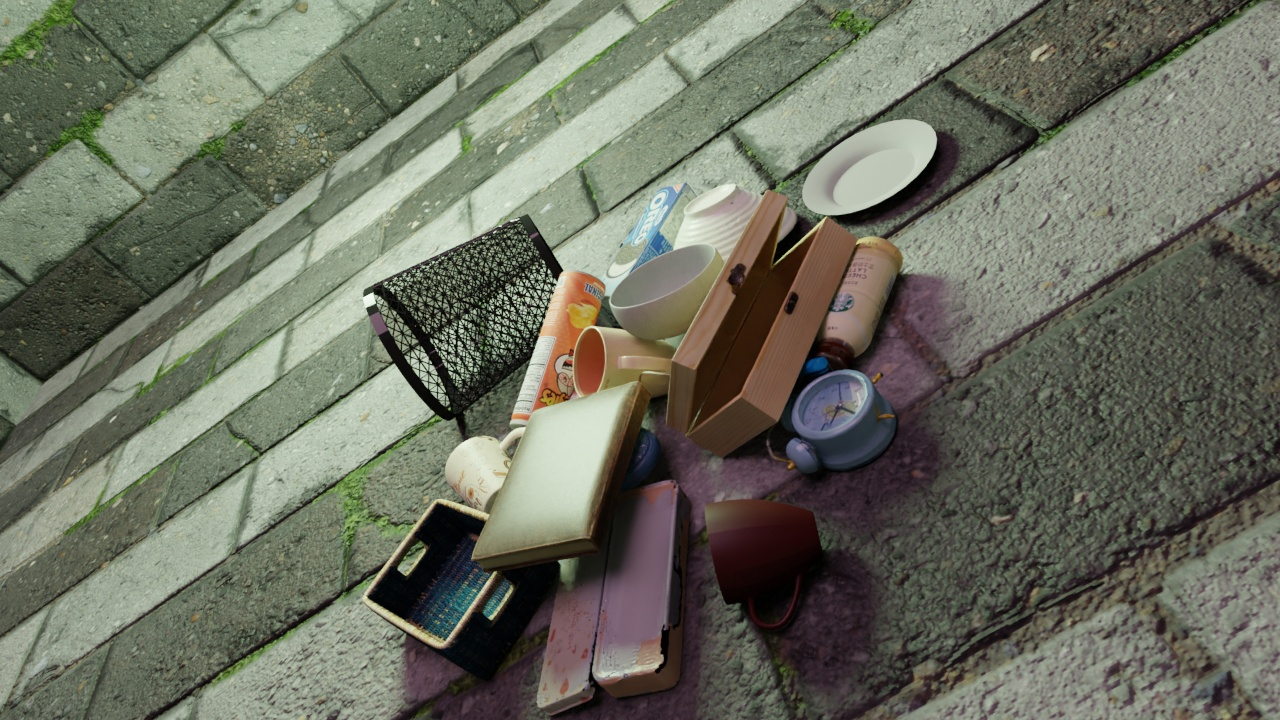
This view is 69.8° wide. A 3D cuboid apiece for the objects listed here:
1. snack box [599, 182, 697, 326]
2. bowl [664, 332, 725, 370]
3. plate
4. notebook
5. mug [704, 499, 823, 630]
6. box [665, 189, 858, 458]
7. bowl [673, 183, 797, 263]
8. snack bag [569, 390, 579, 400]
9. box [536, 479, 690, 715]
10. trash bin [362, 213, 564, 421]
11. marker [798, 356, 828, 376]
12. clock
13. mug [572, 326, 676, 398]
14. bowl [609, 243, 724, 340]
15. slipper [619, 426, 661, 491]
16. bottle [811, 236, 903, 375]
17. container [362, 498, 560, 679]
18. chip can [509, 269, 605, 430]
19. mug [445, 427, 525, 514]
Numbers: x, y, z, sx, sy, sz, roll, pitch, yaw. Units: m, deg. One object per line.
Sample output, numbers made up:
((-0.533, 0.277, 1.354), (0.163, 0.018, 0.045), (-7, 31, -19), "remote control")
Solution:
((0.012, -0.148, 1.268), (0.059, 0.059, 0.225), (-4, 47, 47), "snack box")
((0.082, -0.054, 1.081), (0.151, 0.057, 0.150), (-26, 34, 19), "bowl")
((0.283, -0.233, 1.133), (0.173, 0.019, 0.172), (-26, 35, 20), "plate")
((-0.059, 0.108, 0.921), (0.191, 0.034, 0.214), (-18, 34, 29), "notebook")
((0.110, 0.169, 0.778), (0.088, 0.087, 0.114), (-13, 66, 8), "mug")
((0.108, -0.042, 0.952), (0.248, 0.123, 0.141), (-60, 10, -30), "box")
((0.102, -0.175, 1.158), (0.177, 0.071, 0.177), (-25, 22, 11), "bowl")
((-0.031, 0.016, 1.130), (0.077, 0.036, 0.115), (-3, 47, 43), "snack bag")
((-0.026, 0.224, 0.880), (0.154, 0.058, 0.216), (-21, 37, 25), "box")
((-0.219, -0.071, 1.282), (0.243, 0.217, 0.217), (-31, 33, 0), "trash bin")
((0.157, 0.011, 0.923), (0.018, 0.015, 0.123), (-37, 3, -15), "marker")
((0.175, 0.059, 0.856), (0.125, 0.051, 0.088), (-25, 37, 21), "clock")
((-0.006, 0.006, 1.037), (0.112, 0.104, 0.085), (-4, 83, 58), "mug")
((0.037, -0.068, 1.019), (0.132, 0.064, 0.131), (-24, 24, 11), "bowl")
((-0.047, 0.103, 1.013), (0.103, 0.059, 0.214), (-45, 27, -16), "slipper")
((0.220, -0.053, 0.943), (0.057, 0.056, 0.161), (-2, 48, 44), "bottle")
((-0.194, 0.240, 0.987), (0.188, 0.071, 0.145), (6, 54, 48), "container")
((-0.102, -0.007, 1.153), (0.062, 0.062, 0.210), (-2, 64, 44), "chip can")
((-0.162, 0.132, 1.083), (0.122, 0.081, 0.097), (-50, 40, -1), "mug")
